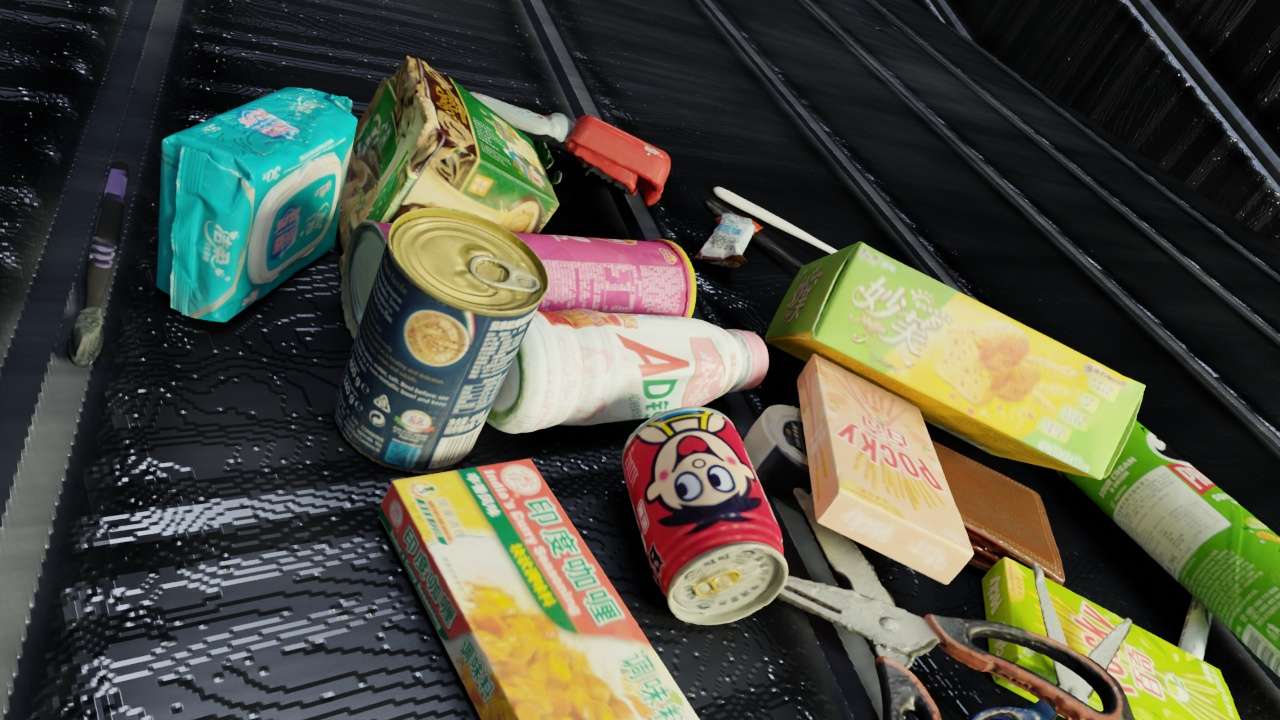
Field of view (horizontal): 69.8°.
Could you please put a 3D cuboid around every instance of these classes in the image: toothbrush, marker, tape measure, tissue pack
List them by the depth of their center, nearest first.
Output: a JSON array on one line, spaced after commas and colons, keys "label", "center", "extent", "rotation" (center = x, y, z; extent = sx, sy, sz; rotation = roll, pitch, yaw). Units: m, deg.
[{"label": "toothbrush", "center": [-0.278, -0.060, 0.475], "extent": [0.014, 0.017, 0.189], "rotation": [8, 36, -29]}, {"label": "tissue pack", "center": [-0.203, -0.088, 0.498], "extent": [0.050, 0.093, 0.133], "rotation": [24, 33, 1]}, {"label": "tape measure", "center": [0.097, 0.060, 0.572], "extent": [0.066, 0.034, 0.065], "rotation": [30, 30, -1]}, {"label": "marker", "center": [0.388, 0.181, 0.638], "extent": [0.017, 0.017, 0.144], "rotation": [42, 34, 20]}, {"label": "toothbrush", "center": [0.125, -0.096, 0.832], "extent": [0.015, 0.018, 0.181], "rotation": [-29, 59, -38]}, {"label": "toothbrush", "center": [0.148, -0.121, 0.886], "extent": [0.180, 0.016, 0.016], "rotation": [30, 30, 7]}]

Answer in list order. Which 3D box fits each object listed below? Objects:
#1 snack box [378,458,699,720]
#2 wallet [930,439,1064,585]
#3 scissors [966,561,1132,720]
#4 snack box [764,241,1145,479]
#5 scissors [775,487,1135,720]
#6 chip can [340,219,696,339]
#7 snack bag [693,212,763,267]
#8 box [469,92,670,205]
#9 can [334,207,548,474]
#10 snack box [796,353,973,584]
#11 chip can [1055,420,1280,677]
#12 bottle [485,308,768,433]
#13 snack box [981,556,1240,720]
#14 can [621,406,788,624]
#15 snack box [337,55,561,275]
[{"label": "snack box", "center": [-0.047, 0.111, 0.397], "extent": [0.076, 0.027, 0.155], "rotation": [-4, 45, -43]}, {"label": "wallet", "center": [0.219, 0.097, 0.617], "extent": [0.124, 0.032, 0.101], "rotation": [27, 29, -2]}, {"label": "scissors", "center": [0.224, 0.188, 0.477], "extent": [0.162, 0.012, 0.174], "rotation": [-5, 56, -25]}, {"label": "snack box", "center": [0.205, 0.001, 0.637], "extent": [0.210, 0.070, 0.157], "rotation": [27, -1, -3]}, {"label": "scissors", "center": [0.145, 0.149, 0.467], "extent": [0.189, 0.015, 0.225], "rotation": [-3, 46, -15]}, {"label": "chip can", "center": [-0.068, -0.044, 0.558], "extent": [0.210, 0.072, 0.071], "rotation": [-2, 43, -38]}, {"label": "snack bag", "center": [0.077, -0.103, 0.792], "extent": [0.048, 0.026, 0.104], "rotation": [8, 31, 11]}, {"label": "box", "center": [-0.052, -0.170, 0.717], "extent": [0.158, 0.039, 0.201], "rotation": [26, 8, -4]}, {"label": "can", "center": [-0.099, -0.007, 0.446], "extent": [0.075, 0.111, 0.075], "rotation": [20, 35, -15]}, {"label": "snack box", "center": [0.139, 0.058, 0.545], "extent": [0.084, 0.026, 0.157], "rotation": [27, 26, -9]}, {"label": "chip can", "center": [0.395, 0.125, 0.646], "extent": [0.072, 0.072, 0.236], "rotation": [7, 31, -30]}, {"label": "bottle", "center": [-0.003, 0.003, 0.546], "extent": [0.196, 0.068, 0.068], "rotation": [-2, 43, -41]}, {"label": "snack box", "center": [0.278, 0.185, 0.539], "extent": [0.156, 0.026, 0.085], "rotation": [28, 32, 0]}, {"label": "can", "center": [0.031, 0.078, 0.465], "extent": [0.066, 0.067, 0.093], "rotation": [11, 36, -25]}, {"label": "snack box", "center": [-0.122, -0.107, 0.584], "extent": [0.105, 0.118, 0.118], "rotation": [20, 33, -36]}]
